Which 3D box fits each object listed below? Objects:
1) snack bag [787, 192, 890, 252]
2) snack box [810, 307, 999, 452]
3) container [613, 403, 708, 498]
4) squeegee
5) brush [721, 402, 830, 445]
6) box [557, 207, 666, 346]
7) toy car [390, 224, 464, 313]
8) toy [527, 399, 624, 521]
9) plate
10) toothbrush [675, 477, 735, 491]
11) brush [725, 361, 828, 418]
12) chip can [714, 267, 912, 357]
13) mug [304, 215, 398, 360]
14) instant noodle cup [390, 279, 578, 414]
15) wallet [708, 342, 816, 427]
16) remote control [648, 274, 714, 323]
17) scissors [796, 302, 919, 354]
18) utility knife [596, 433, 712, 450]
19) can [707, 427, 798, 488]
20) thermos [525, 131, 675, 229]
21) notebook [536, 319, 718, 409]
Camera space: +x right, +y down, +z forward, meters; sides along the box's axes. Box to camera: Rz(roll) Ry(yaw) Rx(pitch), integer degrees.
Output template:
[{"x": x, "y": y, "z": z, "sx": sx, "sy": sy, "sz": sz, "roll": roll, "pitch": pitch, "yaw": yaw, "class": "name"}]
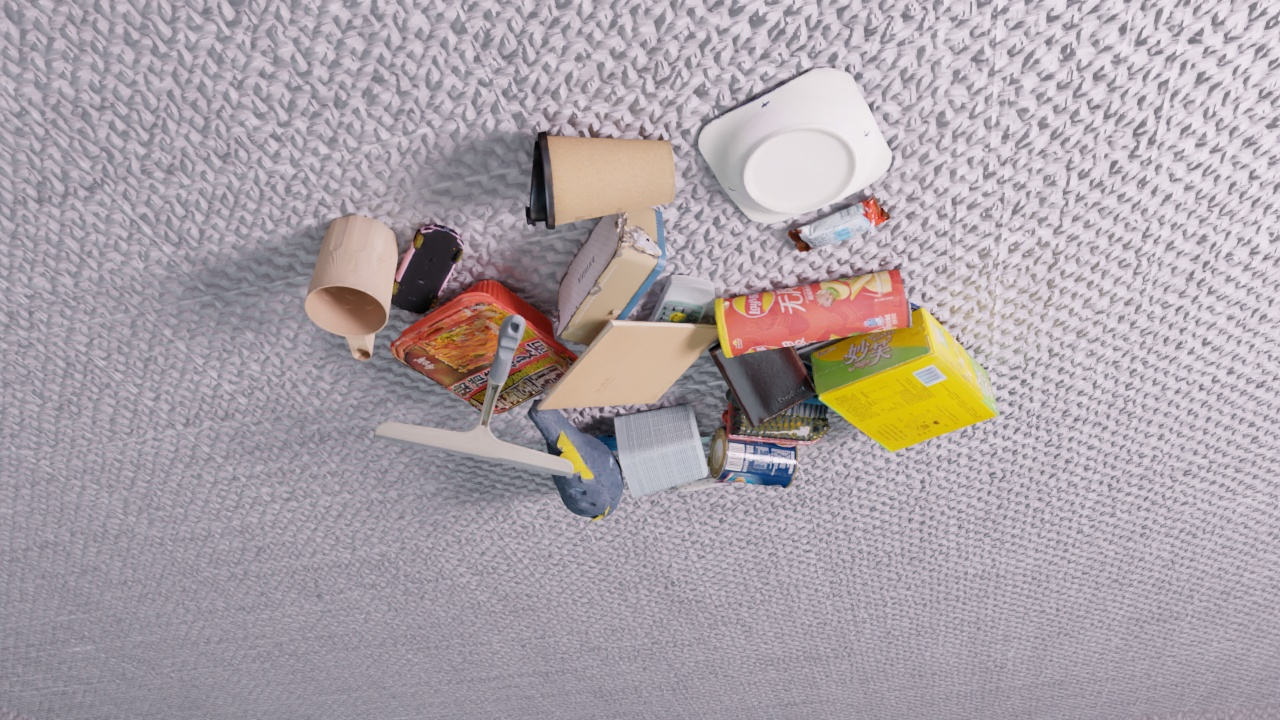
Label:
[{"x": 0.211, "y": -0.142, "z": 0.979, "sx": 0.105, "sy": 0.026, "sz": 0.045, "roll": -20, "pitch": 148, "yaw": 25, "class": "snack bag"}, {"x": 0.336, "y": 0.032, "z": 1.164, "sx": 0.158, "sy": 0.070, "sz": 0.210, "roll": -25, "pitch": 142, "yaw": 31, "class": "snack box"}, {"x": 0.029, "y": 0.121, "z": 1.263, "sx": 0.111, "sy": 0.090, "sz": 0.090, "roll": -14, "pitch": 130, "yaw": 4, "class": "container"}, {"x": -0.167, "y": 0.026, "z": 1.054, "sx": 0.246, "sy": 0.039, "sz": 0.247, "roll": 13, "pitch": 134, "yaw": -11, "class": "squeegee"}, {"x": 0.188, "y": 0.083, "z": 1.258, "sx": 0.145, "sy": 0.063, "sz": 0.069, "roll": 7, "pitch": 173, "yaw": -14, "class": "brush"}, {"x": -0.038, "y": -0.087, "z": 0.997, "sx": 0.059, "sy": 0.089, "sz": 0.185, "roll": 13, "pitch": 143, "yaw": -21, "class": "box"}, {"x": -0.238, "y": -0.102, "z": 1.016, "sx": 0.056, "sy": 0.037, "sz": 0.123, "roll": 18, "pitch": 127, "yaw": -27, "class": "toy car"}, {"x": -0.083, "y": 0.155, "z": 1.264, "sx": 0.138, "sy": 0.091, "sz": 0.357, "roll": 40, "pitch": 164, "yaw": 16, "class": "toy"}, {"x": 0.154, "y": -0.195, "z": 0.902, "sx": 0.164, "sy": 0.034, "sz": 0.164, "roll": -22, "pitch": 139, "yaw": 25, "class": "plate"}, {"x": 0.146, "y": 0.185, "z": 1.425, "sx": 0.188, "sy": 0.016, "sz": 0.017, "roll": -11, "pitch": 152, "yaw": 13, "class": "toothbrush"}, {"x": 0.184, "y": 0.032, "z": 1.191, "sx": 0.144, "sy": 0.055, "sz": 0.074, "roll": 6, "pitch": 120, "yaw": -9, "class": "brush"}, {"x": 0.198, "y": -0.054, "z": 1.060, "sx": 0.217, "sy": 0.073, "sz": 0.073, "roll": -9, "pitch": 142, "yaw": 9, "class": "chip can"}, {"x": -0.303, "y": -0.078, "z": 0.988, "sx": 0.084, "sy": 0.103, "sz": 0.125, "roll": 0, "pitch": 143, "yaw": -1, "class": "mug"}, {"x": -0.182, "y": -0.022, "z": 1.087, "sx": 0.165, "sy": 0.079, "sz": 0.188, "roll": -26, "pitch": 138, "yaw": 28, "class": "instant noodle cup"}, {"x": 0.153, "y": 0.015, "z": 1.141, "sx": 0.096, "sy": 0.020, "sz": 0.122, "roll": -27, "pitch": 111, "yaw": 11, "class": "wallet"}, {"x": 0.042, "y": -0.051, "z": 1.102, "sx": 0.056, "sy": 0.019, "sz": 0.135, "roll": 10, "pitch": 142, "yaw": -14, "class": "remote control"}, {"x": 0.266, "y": -0.037, "z": 1.133, "sx": 0.169, "sy": 0.012, "sz": 0.147, "roll": 8, "pitch": 143, "yaw": -13, "class": "scissors"}, {"x": 0.021, "y": 0.116, "z": 1.327, "sx": 0.166, "sy": 0.018, "sz": 0.034, "roll": -2, "pitch": 143, "yaw": 0, "class": "utility knife"}, {"x": 0.160, "y": 0.139, "z": 1.313, "sx": 0.111, "sy": 0.075, "sz": 0.075, "roll": 9, "pitch": 142, "yaw": -12, "class": "can"}, {"x": -0.042, "y": -0.176, "z": 0.884, "sx": 0.143, "sy": 0.093, "sz": 0.093, "roll": -5, "pitch": 144, "yaw": -7, "class": "thermos"}, {"x": -0.006, "y": 0.006, "z": 1.080, "sx": 0.211, "sy": 0.012, "sz": 0.150, "roll": 0, "pitch": 140, "yaw": -50, "class": "notebook"}]
